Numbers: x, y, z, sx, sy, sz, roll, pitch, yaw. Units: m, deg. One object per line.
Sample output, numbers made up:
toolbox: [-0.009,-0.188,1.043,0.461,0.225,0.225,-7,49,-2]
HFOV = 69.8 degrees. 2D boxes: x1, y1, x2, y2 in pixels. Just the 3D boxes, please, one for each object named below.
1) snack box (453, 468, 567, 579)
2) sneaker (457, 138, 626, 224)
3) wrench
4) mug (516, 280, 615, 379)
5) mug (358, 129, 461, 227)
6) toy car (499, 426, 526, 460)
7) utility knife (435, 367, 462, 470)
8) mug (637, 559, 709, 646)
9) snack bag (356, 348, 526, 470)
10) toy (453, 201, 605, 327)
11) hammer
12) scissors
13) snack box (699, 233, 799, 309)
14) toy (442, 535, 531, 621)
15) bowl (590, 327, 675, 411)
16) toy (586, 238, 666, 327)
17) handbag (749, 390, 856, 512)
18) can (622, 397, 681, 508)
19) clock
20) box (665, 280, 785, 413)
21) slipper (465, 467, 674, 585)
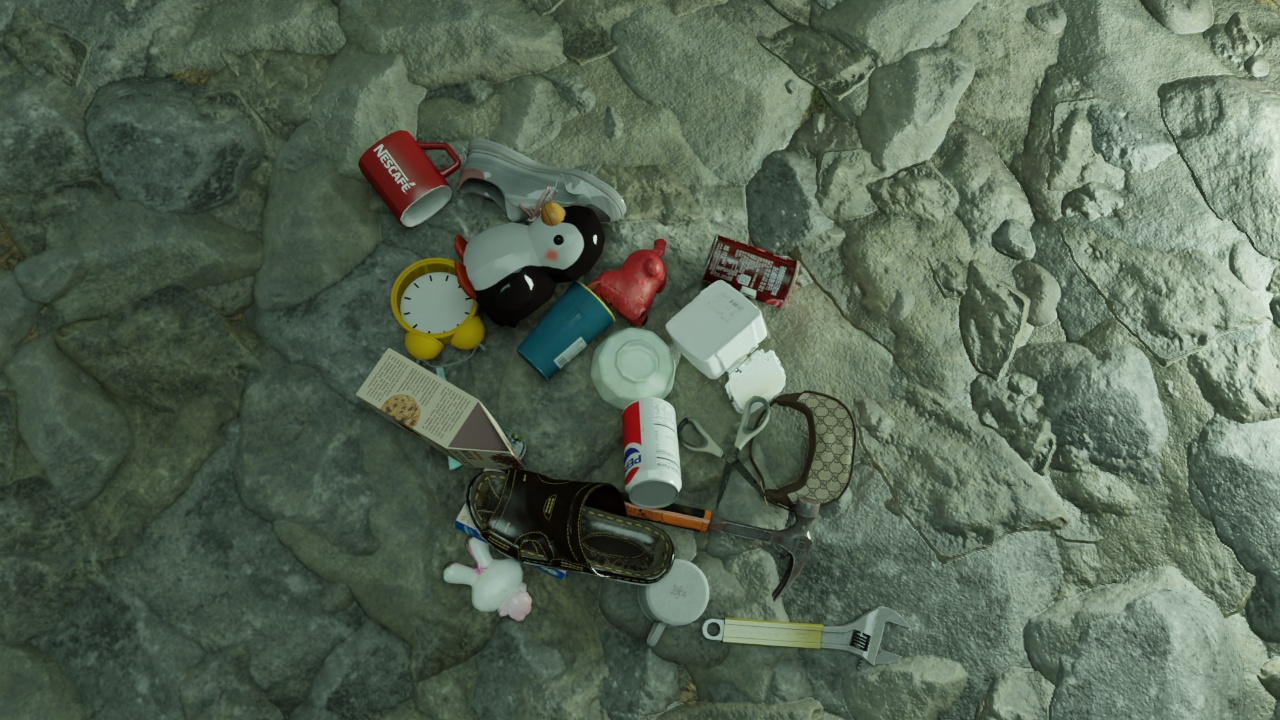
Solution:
snack box: [-0.148,0.204,1.163,0.154,0.033,0.087,26,58,0]
sneaker: [-0.140,-0.217,1.244,0.236,0.099,0.089,20,74,6]
wrench: [0.213,0.352,1.184,0.273,0.018,0.083,6,76,-4]
mug: [-0.102,-0.036,1.217,0.078,0.078,0.121,43,81,5]
mug: [-0.304,-0.254,1.239,0.116,0.080,0.096,-37,83,-6]
toy car: [-0.189,0.105,1.194,0.090,0.027,0.038,25,72,11]
utility knife: [-0.252,0.074,1.205,0.022,0.015,0.141,-13,75,-2]
mug: [0.036,0.305,1.151,0.084,0.071,0.113,23,74,0]
snack bag: [-0.236,0.076,1.141,0.206,0.094,0.069,28,75,14]
toy: [-0.128,-0.127,1.190,0.184,0.140,0.159,-26,38,9]
hammer: [0.062,0.216,1.184,0.314,0.035,0.138,12,97,3]
scissors: [0.112,0.112,1.191,0.158,0.012,0.170,17,65,34]
snack box: [0.150,-0.122,1.263,0.121,0.072,0.072,19,75,-1]
toy: [-0.186,0.277,1.151,0.122,0.038,0.079,41,63,5]
bowl: [-0.007,0.007,1.221,0.117,0.061,0.117,1,77,-6]
toy: [-0.013,-0.122,1.244,0.094,0.088,0.132,25,74,12]
handbag: [0.215,0.124,1.225,0.138,0.063,0.166,7,80,13]
can: [0.013,0.116,1.168,0.070,0.070,0.131,2,48,-6]
clock: [-0.267,-0.064,1.217,0.113,0.052,0.152,-15,74,-9]
box: [0.131,-0.007,1.238,0.107,0.132,0.152,-42,54,-6]
slipper: [-0.086,0.196,1.109,0.268,0.076,0.112,18,59,4]
